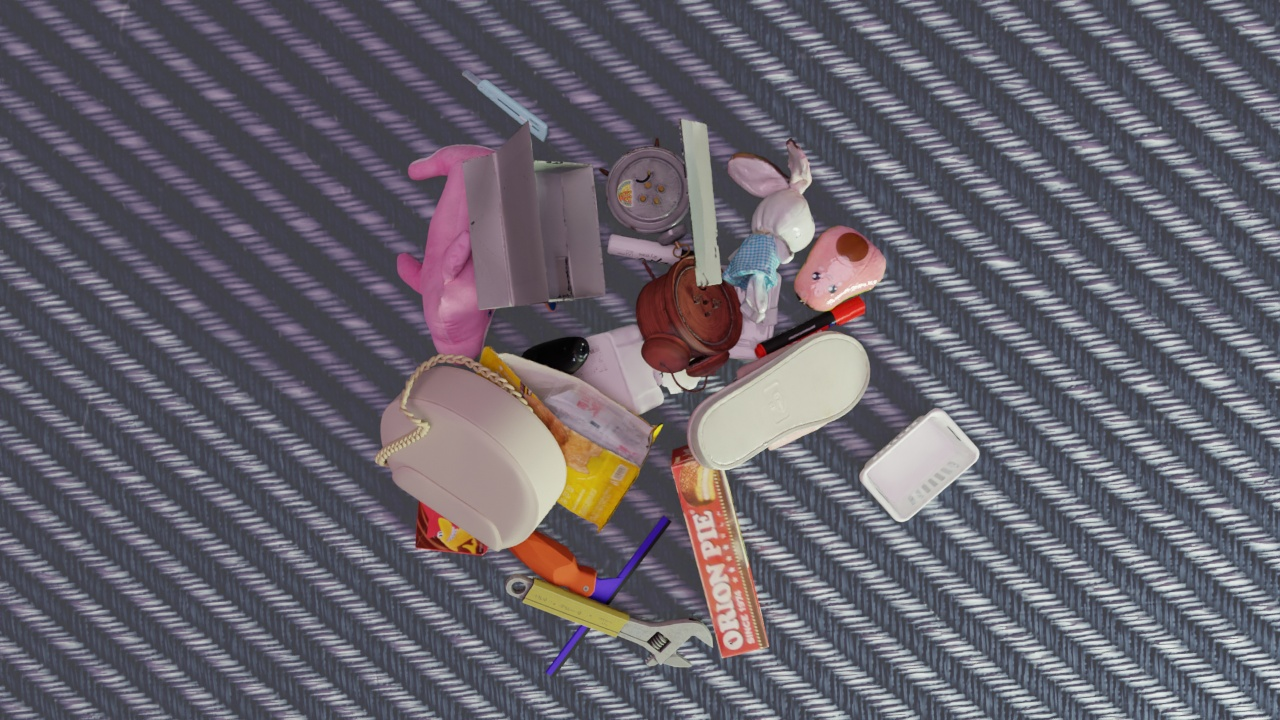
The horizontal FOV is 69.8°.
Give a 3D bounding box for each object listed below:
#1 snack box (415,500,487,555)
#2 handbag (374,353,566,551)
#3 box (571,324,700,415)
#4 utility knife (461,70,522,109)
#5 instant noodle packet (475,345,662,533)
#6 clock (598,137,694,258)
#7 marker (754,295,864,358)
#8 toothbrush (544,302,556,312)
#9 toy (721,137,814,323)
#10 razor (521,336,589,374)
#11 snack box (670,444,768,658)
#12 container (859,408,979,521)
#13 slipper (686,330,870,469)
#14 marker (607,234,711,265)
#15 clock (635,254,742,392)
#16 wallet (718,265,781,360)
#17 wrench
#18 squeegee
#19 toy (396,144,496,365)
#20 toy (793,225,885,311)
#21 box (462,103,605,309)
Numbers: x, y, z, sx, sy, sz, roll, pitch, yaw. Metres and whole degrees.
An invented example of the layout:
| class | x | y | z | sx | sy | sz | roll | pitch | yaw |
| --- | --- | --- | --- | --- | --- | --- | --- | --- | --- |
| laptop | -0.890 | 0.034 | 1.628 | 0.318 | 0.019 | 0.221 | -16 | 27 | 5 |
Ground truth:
| class | x | y | z | sx | sy | sz | roll | pitch | yaw |
| --- | --- | --- | --- | --- | --- | --- | --- | --- | --- |
| snack box | -0.231 | 0.172 | 1.147 | 0.089 | 0.021 | 0.133 | 5 | 94 | 2 |
| handbag | -0.193 | 0.115 | 1.030 | 0.210 | 0.103 | 0.209 | 32 | 137 | 7 |
| box | 0.003 | 0.004 | 1.109 | 0.124 | 0.136 | 0.109 | -18 | 94 | 44 |
| utility knife | -0.163 | -0.313 | 1.113 | 0.129 | 0.015 | 0.022 | 38 | 126 | 0 |
| instant noodle packet | -0.102 | 0.083 | 1.070 | 0.221 | 0.163 | 0.084 | 32 | 52 | 2 |
| clock | 0.018 | -0.187 | 1.090 | 0.104 | 0.056 | 0.148 | -28 | 85 | 1 |
| marker | 0.204 | -0.037 | 1.103 | 0.145 | 0.021 | 0.023 | -26 | 116 | -10 |
| toothbrush | -0.127 | -0.124 | 1.123 | 0.021 | 0.017 | 0.135 | -22 | 94 | -38 |
| toy | 0.161 | -0.141 | 1.068 | 0.105 | 0.131 | 0.205 | 16 | 79 | -31 |
| razor | -0.100 | 0.008 | 1.076 | 0.063 | 0.141 | 0.052 | 26 | 62 | -30 |
| snack box | 0.093 | 0.219 | 1.095 | 0.060 | 0.113 | 0.236 | -14 | 94 | 3 |
| container | 0.332 | 0.123 | 1.112 | 0.129 | 0.049 | 0.081 | -42 | 92 | 4 |
| slipper | 0.159 | 0.044 | 1.067 | 0.273 | 0.054 | 0.114 | -23 | 102 | -29 |
| marker | 0.024 | -0.131 | 1.115 | 0.126 | 0.025 | 0.025 | 10 | 94 | 1 |
| clock | 0.055 | -0.041 | 1.063 | 0.072 | 0.120 | 0.157 | -22 | 68 | 43 |
| wallet | 0.125 | -0.056 | 1.114 | 0.086 | 0.032 | 0.116 | 3 | 94 | 3 |
| wrench | -0.038 | 0.315 | 1.123 | 0.273 | 0.018 | 0.084 | 26 | 105 | -15 |
| squeegee | -0.110 | 0.247 | 1.131 | 0.185 | 0.055 | 0.249 | 36 | 94 | -2 |
| toy | -0.210 | -0.127 | 1.073 | 0.187 | 0.128 | 0.265 | 3 | 89 | 5 |
| toy | 0.234 | -0.104 | 1.097 | 0.090 | 0.051 | 0.110 | 42 | 95 | 0 |
| box | -0.114 | -0.140 | 0.946 | 0.150 | 0.369 | 0.167 | -7 | 94 | -1 |
